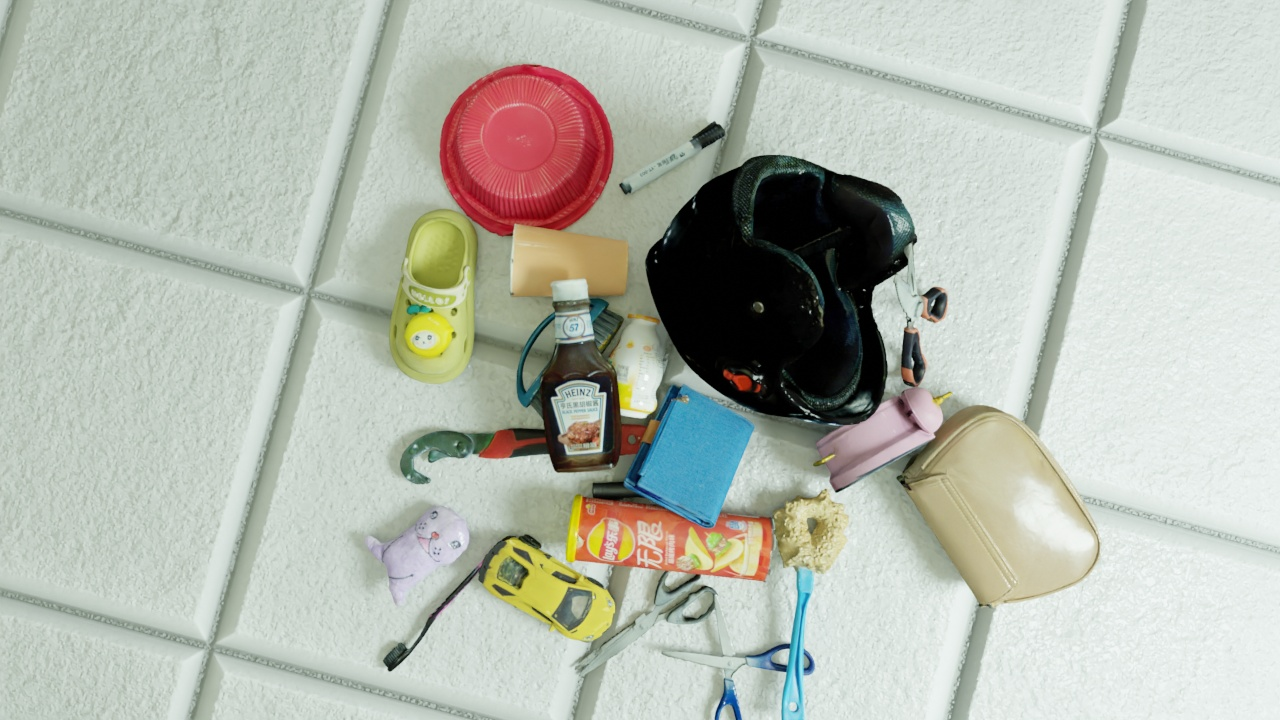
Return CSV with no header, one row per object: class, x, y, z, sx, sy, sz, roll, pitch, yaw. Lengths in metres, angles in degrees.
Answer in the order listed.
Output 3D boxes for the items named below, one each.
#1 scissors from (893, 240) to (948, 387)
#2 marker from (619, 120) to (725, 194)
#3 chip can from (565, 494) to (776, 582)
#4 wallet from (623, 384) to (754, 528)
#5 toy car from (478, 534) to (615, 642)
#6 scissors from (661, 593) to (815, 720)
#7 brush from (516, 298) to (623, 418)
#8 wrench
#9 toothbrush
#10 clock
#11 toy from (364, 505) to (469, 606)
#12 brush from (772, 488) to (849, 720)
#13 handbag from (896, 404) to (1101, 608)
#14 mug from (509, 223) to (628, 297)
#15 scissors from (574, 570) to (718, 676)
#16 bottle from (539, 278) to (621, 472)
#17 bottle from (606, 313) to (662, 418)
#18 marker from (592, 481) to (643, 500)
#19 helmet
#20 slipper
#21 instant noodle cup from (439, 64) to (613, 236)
scissors,0.282,-0.050,0.929,0.015,0.214,0.196,20,121,30
marker,0.034,-0.223,1.011,0.130,0.018,0.022,-31,80,-2
chip can,0.031,0.188,0.973,0.216,0.073,0.073,6,88,-2
wallet,0.052,0.099,0.969,0.106,0.040,0.132,27,57,0
toy car,-0.098,0.246,0.985,0.156,0.041,0.071,32,90,-2
scissors,0.108,0.334,0.994,0.162,0.012,0.173,-11,93,-4
brush,-0.084,-0.010,0.984,0.073,0.055,0.144,39,89,-1
wrench,-0.125,0.095,1.000,0.273,0.016,0.056,-6,88,-1
toothbrush,-0.213,0.263,0.997,0.018,0.014,0.189,41,87,14
clock,0.257,0.076,0.959,0.158,0.117,0.060,-28,77,0
toy,-0.235,0.199,0.985,0.108,0.039,0.084,-34,78,-1
brush,0.174,0.263,0.983,0.083,0.046,0.254,6,87,-7
handbag,0.376,0.153,0.969,0.148,0.099,0.204,-33,89,6
mug,-0.076,-0.102,0.980,0.122,0.078,0.078,4,88,-6
scissors,-0.001,0.280,1.000,0.174,0.014,0.136,-2,90,1
bottle,-0.064,0.015,0.934,0.080,0.044,0.195,-4,96,6
bottle,-0.006,0.006,0.981,0.063,0.063,0.108,11,89,-1
marker,0.014,0.141,0.999,0.132,0.020,0.022,-2,105,0
helmet,0.134,-0.062,0.906,0.232,0.231,0.275,-35,108,-42
slipper,-0.223,-0.071,0.973,0.091,0.081,0.190,6,86,2
instant noodle cup,-0.125,-0.231,0.986,0.194,0.066,0.194,0,89,-1
